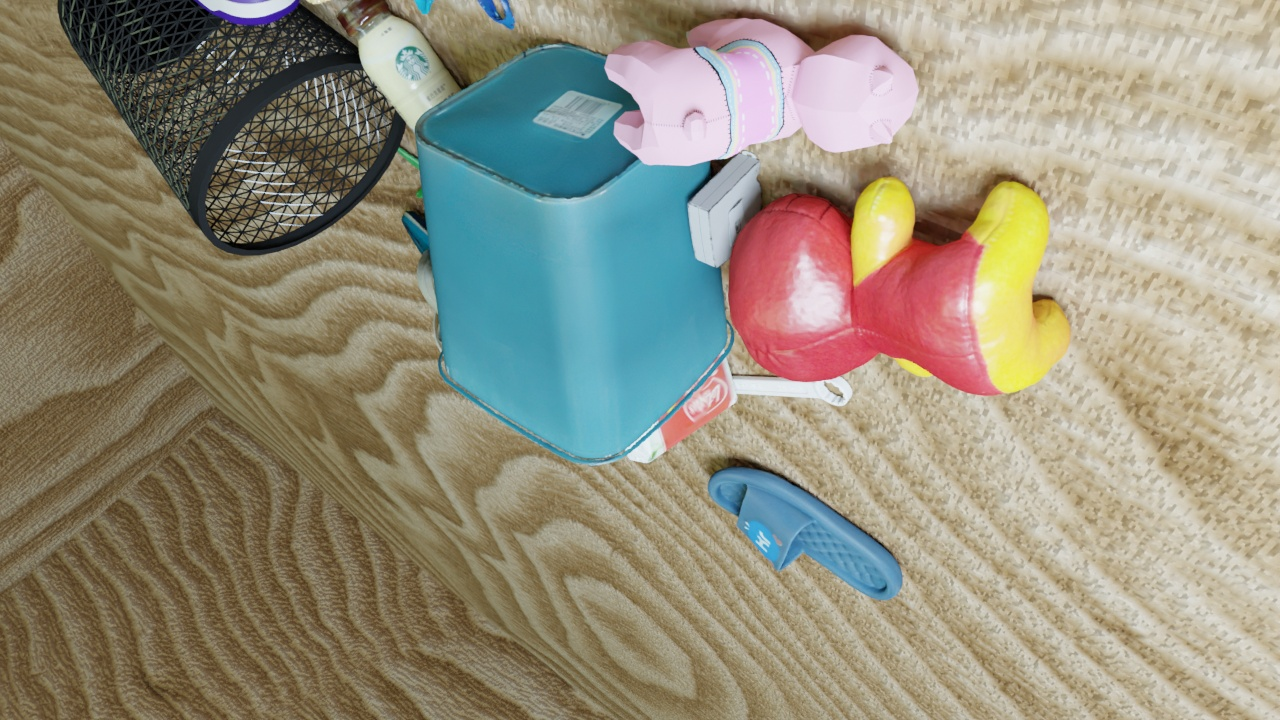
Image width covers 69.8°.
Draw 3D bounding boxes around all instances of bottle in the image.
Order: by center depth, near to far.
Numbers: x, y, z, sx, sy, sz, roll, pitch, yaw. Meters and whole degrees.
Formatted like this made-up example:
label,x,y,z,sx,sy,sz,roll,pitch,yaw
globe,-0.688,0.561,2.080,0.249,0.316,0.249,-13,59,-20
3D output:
label,x,y,z,sx,sy,sz,roll,pitch,yaw
bottle,-0.184,-0.228,0.766,0.057,0.056,0.162,-3,129,56

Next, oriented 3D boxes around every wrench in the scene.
label,x,y,z,sx,sy,sz,roll,pitch,yaw
wrench,0.081,0.022,0.829,0.274,0.009,0.047,1,132,53

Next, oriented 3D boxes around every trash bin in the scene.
label,x,y,z,sx,sy,sz,roll,pitch,yaw
trash bin,-0.047,-0.084,0.664,0.199,0.196,0.219,28,144,26
trash bin,-0.378,-0.259,0.837,0.243,0.216,0.217,45,155,10

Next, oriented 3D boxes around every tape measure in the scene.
label,x,y,z,sx,sy,sz,roll,pitch,yaw
tape measure,0.060,-0.099,0.620,0.020,0.060,0.062,27,149,28

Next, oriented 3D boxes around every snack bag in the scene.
label,x,y,z,sx,sy,sz,roll,pitch,yaw
snack bag,0.028,0.027,0.778,0.036,0.115,0.077,7,121,49

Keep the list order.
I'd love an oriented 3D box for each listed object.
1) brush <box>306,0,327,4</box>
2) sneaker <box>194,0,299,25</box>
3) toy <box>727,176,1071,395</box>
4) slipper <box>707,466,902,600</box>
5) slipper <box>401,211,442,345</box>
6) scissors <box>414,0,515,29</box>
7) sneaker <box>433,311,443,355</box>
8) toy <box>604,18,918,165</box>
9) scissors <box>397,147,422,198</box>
label,x,y,z,sx,sy,sz,roll,pitch,yaw
brush,-0.199,-0.336,0.639,0.077,0.061,0.273,34,153,-20
sneaker,-0.356,-0.381,0.731,0.244,0.091,0.111,47,154,14
toy,0.141,-0.040,0.565,0.217,0.098,0.147,6,129,43
slipper,0.154,0.171,0.899,0.214,0.059,0.104,28,148,24
slipper,-0.192,-0.061,0.933,0.295,0.060,0.118,46,160,40
scissors,-0.138,-0.286,0.669,0.133,0.014,0.128,48,149,0
sneaker,-0.144,-0.011,1.010,0.235,0.087,0.079,32,-173,40
toy,0.062,-0.144,0.500,0.158,0.123,0.067,29,137,46
scissors,-0.197,-0.178,0.909,0.125,0.011,0.128,38,152,5
